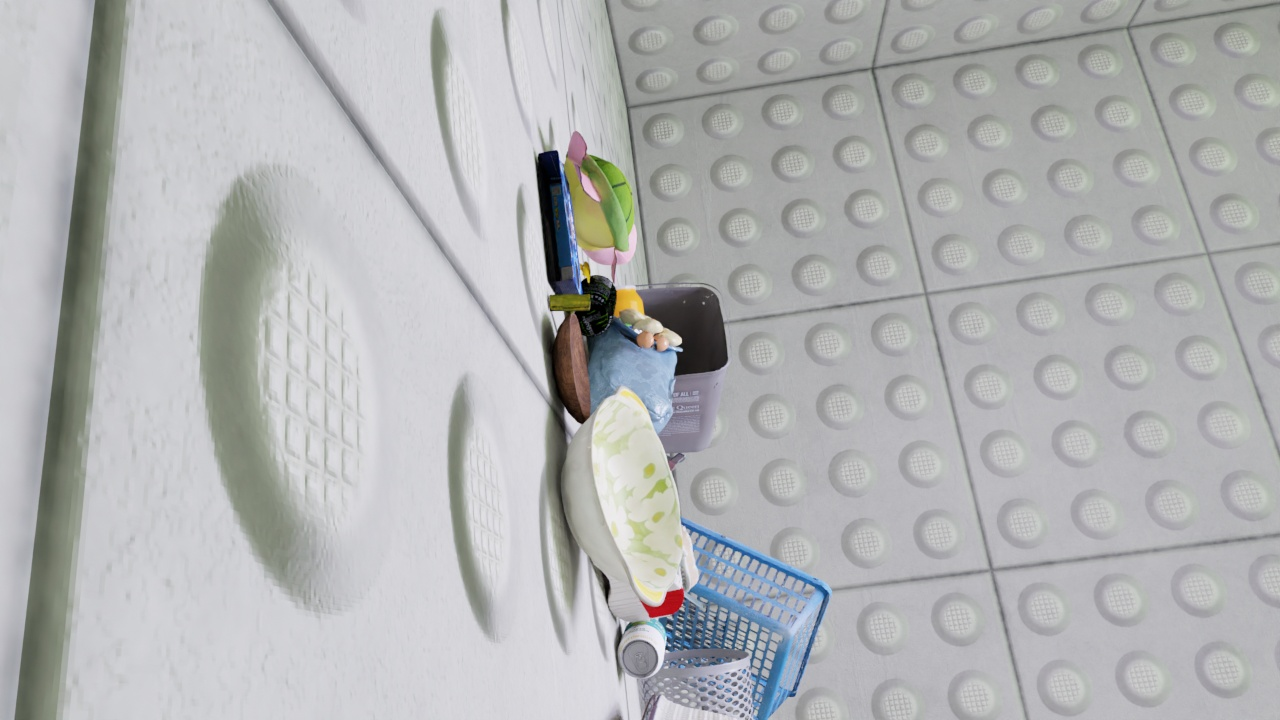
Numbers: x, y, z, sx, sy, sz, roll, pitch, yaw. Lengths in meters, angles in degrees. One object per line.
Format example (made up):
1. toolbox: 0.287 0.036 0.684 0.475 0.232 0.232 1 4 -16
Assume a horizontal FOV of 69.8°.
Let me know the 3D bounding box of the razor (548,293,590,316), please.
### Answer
1. razor: -0.073 -0.027 0.973 0.106 0.042 0.026 92 -6 -45

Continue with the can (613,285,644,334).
1. can: -0.030 -0.026 1.250 0.079 0.079 0.142 16 66 -86

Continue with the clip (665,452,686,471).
1. clip: -0.012 0.094 1.361 0.173 0.030 0.164 2 -54 60

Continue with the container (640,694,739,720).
1. container: 0.050 0.451 0.938 0.251 0.143 0.184 64 32 -78

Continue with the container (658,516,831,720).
1. container: 0.135 0.422 1.429 0.089 0.257 0.363 -53 157 -39

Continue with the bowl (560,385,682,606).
1. bowl: -0.024 0.132 0.883 0.188 0.060 0.219 44 33 -50

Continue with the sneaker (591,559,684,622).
1. sneaker: -0.008 0.213 1.060 0.237 0.090 0.104 70 10 -49

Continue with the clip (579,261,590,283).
1. clip: -0.081 -0.111 1.102 0.054 0.046 0.048 -89 -157 -64

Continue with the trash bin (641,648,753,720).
1. trash bin: 0.085 0.514 1.295 0.156 0.156 0.183 60 24 -80

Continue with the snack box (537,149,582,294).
1. snack box: -0.087 -0.144 1.007 0.082 0.027 0.150 70 13 -76

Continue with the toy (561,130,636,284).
1. toy: -0.051 -0.187 1.137 0.190 0.087 0.238 61 -4 26

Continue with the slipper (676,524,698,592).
1. slipper: 0.027 0.239 1.176 0.114 0.054 0.273 54 -14 26

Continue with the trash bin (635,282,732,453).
1. trash bin: 0.037 0.024 1.459 0.220 0.197 0.197 88 -1 -48

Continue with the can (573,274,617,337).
1. can: -0.057 -0.067 1.108 0.137 0.054 0.054 -87 168 -74

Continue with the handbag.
1. handbag: -0.007 0.006 1.121 0.119 0.121 0.191 -51 -165 25

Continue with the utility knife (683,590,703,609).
1. utility knife: 0.019 0.267 1.133 0.015 0.147 0.022 -34 139 -36

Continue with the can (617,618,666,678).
1. can: 0.002 0.348 1.114 0.101 0.055 0.055 29 53 -85

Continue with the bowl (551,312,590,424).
1. bowl: -0.072 0.010 0.915 0.102 0.026 0.114 -82 164 -76
